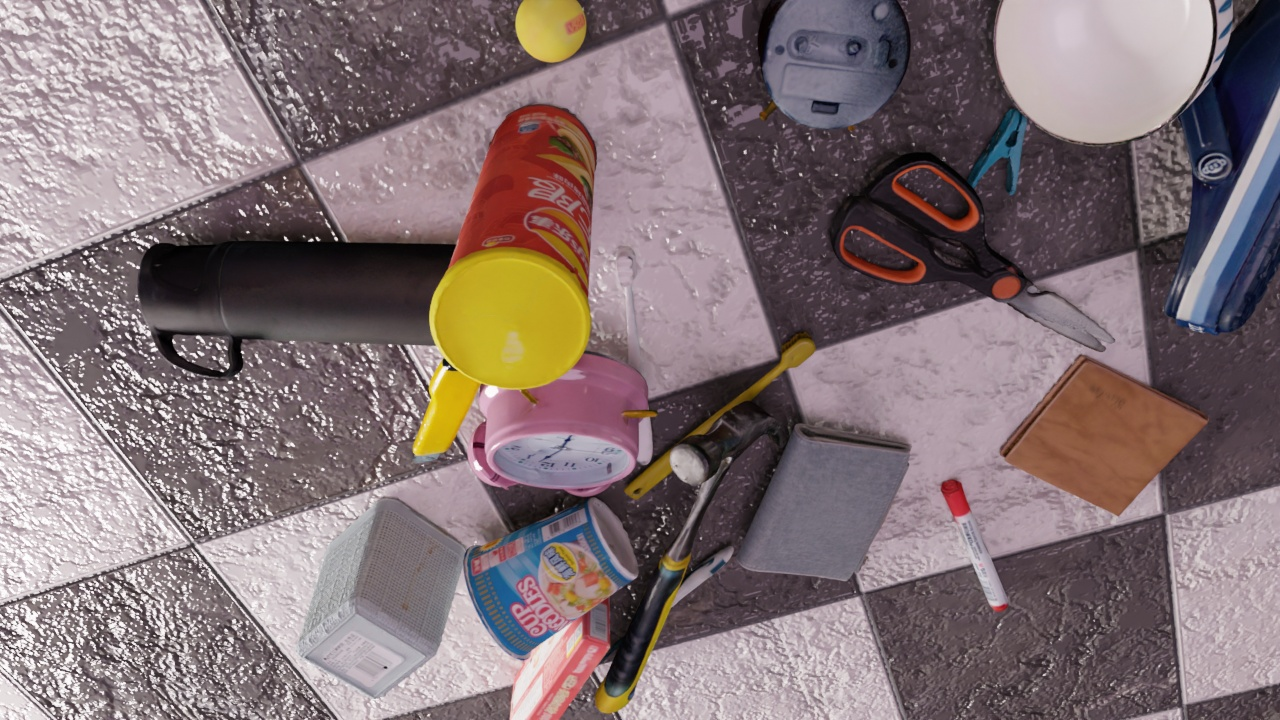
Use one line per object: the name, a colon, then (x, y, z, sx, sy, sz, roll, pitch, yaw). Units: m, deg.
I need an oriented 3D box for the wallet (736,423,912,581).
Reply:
wallet: (0.143, 0.111, 0.709, 0.106, 0.037, 0.130, 10, 119, -16)

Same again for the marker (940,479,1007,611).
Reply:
marker: (0.274, 0.153, 0.748, 0.017, 0.017, 0.145, -24, 118, 13)

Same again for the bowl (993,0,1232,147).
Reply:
bowl: (0.264, -0.184, 0.504, 0.066, 0.116, 0.116, -34, 127, -32)

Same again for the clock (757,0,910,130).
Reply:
clock: (0.109, -0.190, 0.518, 0.082, 0.055, 0.122, 6, 120, -3)

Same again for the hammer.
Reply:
hammer: (0.026, 0.161, 0.703, 0.032, 0.125, 0.324, 36, 127, 23)

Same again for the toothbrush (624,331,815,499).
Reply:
toothbrush: (0.056, 0.043, 0.682, 0.015, 0.016, 0.190, 37, 115, -21)

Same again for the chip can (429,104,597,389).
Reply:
chip can: (-0.059, -0.072, 0.494, 0.073, 0.216, 0.073, 0, 122, 0)

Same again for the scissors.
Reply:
scissors: (0.227, -0.051, 0.627, 0.140, 0.021, 0.235, -30, 122, 25)

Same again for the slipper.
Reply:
slipper: (0.354, -0.142, 0.532, 0.095, 0.104, 0.253, 23, 111, 34)

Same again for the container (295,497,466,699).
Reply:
container: (-0.200, 0.185, 0.709, 0.090, 0.111, 0.090, -40, 113, 21)

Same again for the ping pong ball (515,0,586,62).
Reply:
ping pong ball: (-0.051, -0.192, 0.524, 0.040, 0.040, 0.040, 0, 121, 0)

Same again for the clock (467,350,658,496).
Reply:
clock: (-0.059, 0.053, 0.643, 0.117, 0.059, 0.159, 9, 152, -17)

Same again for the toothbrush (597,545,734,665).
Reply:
toothbrush: (0.011, 0.212, 0.783, 0.018, 0.016, 0.192, 41, 114, -10)

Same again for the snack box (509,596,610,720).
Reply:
snack box: (-0.069, 0.256, 0.773, 0.025, 0.075, 0.153, 23, 118, -15)

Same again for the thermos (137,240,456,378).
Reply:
thermos: (-0.192, -0.033, 0.599, 0.242, 0.068, 0.090, 0, 93, 0)

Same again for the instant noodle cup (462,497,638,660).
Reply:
instant noodle cup: (-0.065, 0.161, 0.711, 0.110, 0.099, 0.099, -31, 117, 8)

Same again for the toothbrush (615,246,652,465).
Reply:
toothbrush: (-0.004, 0.004, 0.656, 0.016, 0.016, 0.180, -2, 121, 5)

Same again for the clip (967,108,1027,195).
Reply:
clip: (0.229, -0.131, 0.578, 0.034, 0.013, 0.055, 4, 120, -4)

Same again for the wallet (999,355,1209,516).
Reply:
wallet: (0.347, 0.058, 0.691, 0.115, 0.020, 0.101, 23, 117, -11)

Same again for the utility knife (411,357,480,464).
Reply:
utility knife: (-0.139, 0.036, 0.641, 0.033, 0.015, 0.177, 5, 149, -22)
